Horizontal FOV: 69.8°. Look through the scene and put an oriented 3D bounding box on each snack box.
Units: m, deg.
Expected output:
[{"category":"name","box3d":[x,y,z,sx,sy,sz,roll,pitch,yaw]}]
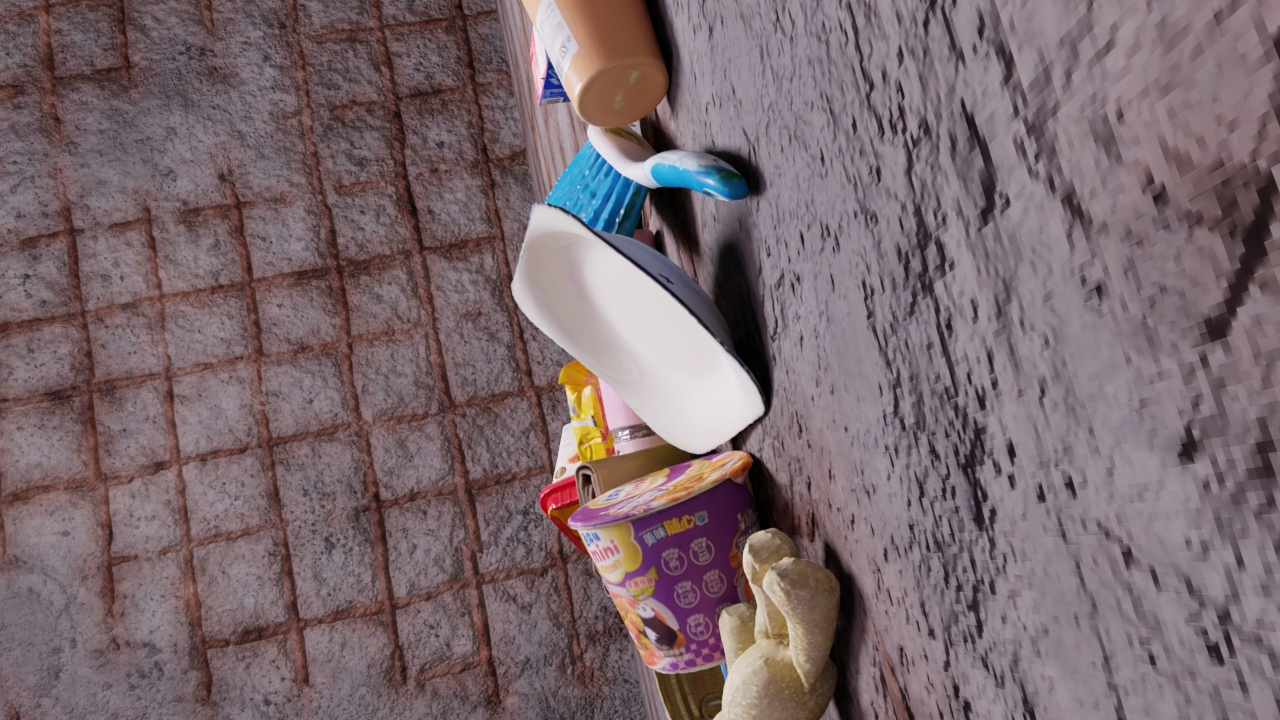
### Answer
[{"category":"snack box","box3d":[-0.066,-0.272,0.817,0.207,0.057,0.058,-139,41,-80]}]

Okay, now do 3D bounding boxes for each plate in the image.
[{"category":"plate","box3d":[0.000,-0.019,0.526,0.163,0.034,0.165,41,158,1]}]

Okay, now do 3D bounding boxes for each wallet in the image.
[{"category":"wallet","box3d":[0.010,0.102,0.619,0.033,0.115,0.090,-15,86,41]}]

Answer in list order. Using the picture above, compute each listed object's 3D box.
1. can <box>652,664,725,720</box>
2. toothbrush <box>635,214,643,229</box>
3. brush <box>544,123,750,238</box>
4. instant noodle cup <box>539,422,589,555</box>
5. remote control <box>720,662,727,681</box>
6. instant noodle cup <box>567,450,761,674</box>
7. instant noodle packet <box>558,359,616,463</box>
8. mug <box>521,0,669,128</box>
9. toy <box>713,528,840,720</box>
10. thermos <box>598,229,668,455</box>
[{"category":"can","box3d":[0.043,0.207,0.646,0.049,0.074,0.148,83,172,-56]},{"category":"toothbrush","box3d":[-0.002,-0.096,0.765,0.016,0.014,0.189,-118,17,-44]},{"category":"brush","box3d":[-0.005,-0.101,0.552,0.110,0.060,0.314,-62,19,19]},{"category":"instant noodle cup","box3d":[-0.037,0.125,0.984,0.116,0.117,0.124,54,-158,-37]},{"category":"remote control","box3d":[0.075,0.213,0.569,0.049,0.024,0.124,105,155,-44]},{"category":"instant noodle cup","box3d":[0.026,0.117,0.527,0.111,0.111,0.099,163,88,-84]},{"category":"instant noodle packet","box3d":[-0.019,0.040,0.785,0.128,0.044,0.111,-35,-66,-57]},{"category":"mug","box3d":[-0.029,-0.207,0.558,0.078,0.078,0.122,92,160,-65]},{"category":"toy","box3d":[0.061,0.150,0.432,0.105,0.066,0.157,37,132,45]},{"category":"thermos","box3d":[-0.004,0.004,0.713,0.087,0.067,0.198,159,99,-71]}]
